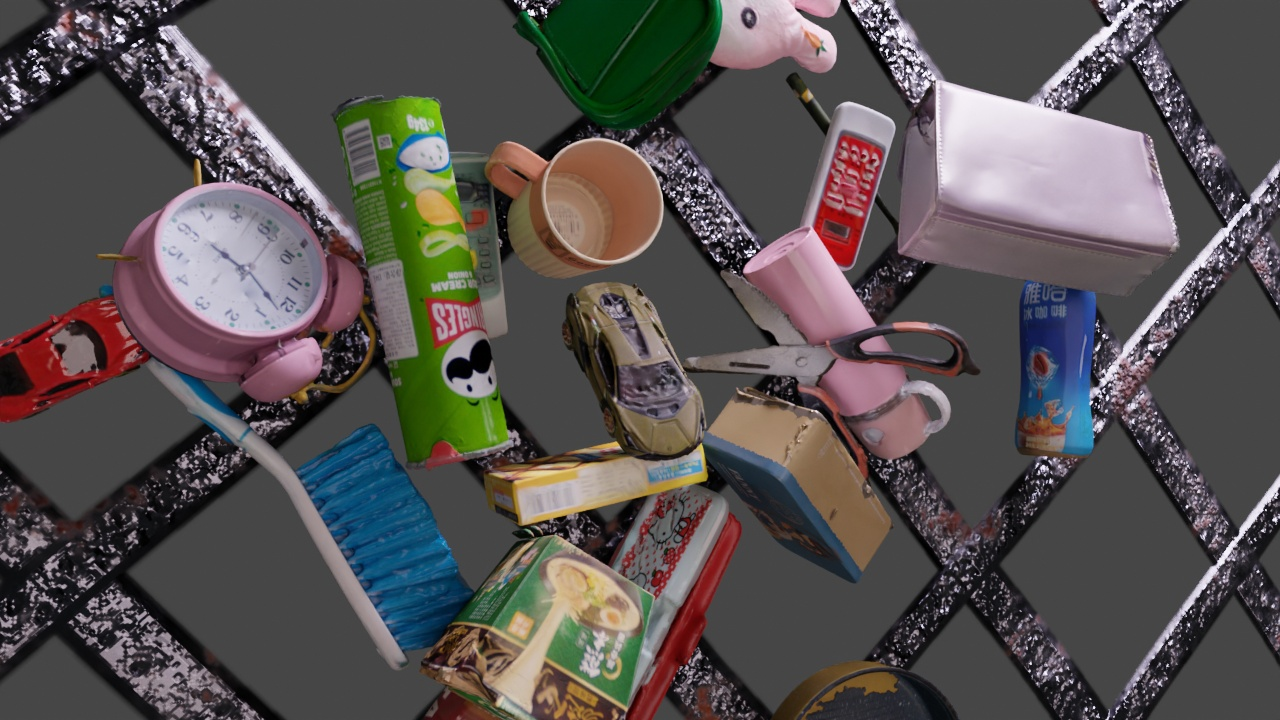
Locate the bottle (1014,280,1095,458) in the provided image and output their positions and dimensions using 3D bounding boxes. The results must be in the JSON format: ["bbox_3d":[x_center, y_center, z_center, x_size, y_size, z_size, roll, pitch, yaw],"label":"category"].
[{"bbox_3d":[0.378,-0.022,0.832,0.065,0.065,0.218,5,87,-22],"label":"bottle"}]

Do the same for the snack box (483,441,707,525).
[{"bbox_3d":[-0.033,0.082,0.651,0.140,0.087,0.034,-8,92,-22],"label":"snack box"}]

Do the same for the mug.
[{"bbox_3d":[-0.056,-0.109,0.637,0.114,0.106,0.081,30,78,-19],"label":"mug"}]

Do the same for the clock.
[{"bbox_3d":[-0.236,-0.039,0.565,0.158,0.060,0.117,41,47,-22],"label":"clock"}]

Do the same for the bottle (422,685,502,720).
[{"bbox_3d":[-0.111,0.241,0.631,0.057,0.057,0.174,39,75,-17],"label":"bottle"}]

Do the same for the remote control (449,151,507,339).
[{"bbox_3d":[-0.129,-0.080,0.653,0.056,0.019,0.135,-6,91,-22],"label":"remote control"}]

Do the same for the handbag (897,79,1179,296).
[{"bbox_3d":[0.322,-0.142,0.767,0.197,0.099,0.144,11,67,-2],"label":"handbag"}]

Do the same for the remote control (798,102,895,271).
[{"bbox_3d":[0.171,-0.145,0.766,0.056,0.020,0.136,18,90,-15],"label":"remote control"}]

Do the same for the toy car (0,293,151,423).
[{"bbox_3d":[-0.344,-0.002,0.546,0.106,0.031,0.049,-24,100,-2],"label":"toy car"}]

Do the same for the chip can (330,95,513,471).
[{"bbox_3d":[-0.142,-0.050,0.600,0.072,0.072,0.236,-13,92,-22],"label":"chip can"}]

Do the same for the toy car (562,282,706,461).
[{"bbox_3d":[-0.004,0.004,0.653,0.070,0.042,0.158,-11,52,-22],"label":"toy car"}]

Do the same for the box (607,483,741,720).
[{"bbox_3d":[0.013,0.190,0.660,0.095,0.102,0.201,32,78,-17],"label":"box"}]

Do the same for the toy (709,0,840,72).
[{"bbox_3d":[0.097,-0.289,0.734,0.159,0.054,0.121,3,88,-26],"label":"toy"}]

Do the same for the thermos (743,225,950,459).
[{"bbox_3d":[0.170,-0.013,0.737,0.198,0.087,0.067,54,50,-11],"label":"thermos"}]

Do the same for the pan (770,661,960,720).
[{"bbox_3d":[0.263,0.342,0.768,0.356,0.078,0.197,-4,90,-22],"label":"pan"}]

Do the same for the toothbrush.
[{"bbox_3d":[0.184,-0.171,0.787,0.017,0.012,0.186,-46,105,-23],"label":"toothbrush"}]

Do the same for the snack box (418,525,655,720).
[{"bbox_3d":[-0.055,0.174,0.570,0.117,0.118,0.105,35,66,-14],"label":"snack box"}]

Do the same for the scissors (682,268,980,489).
[{"bbox_3d":[0.145,0.006,0.708,0.189,0.015,0.222,-33,103,19],"label":"scissors"}]

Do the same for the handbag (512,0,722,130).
[{"bbox_3d":[-0.011,-0.242,0.666,0.131,0.068,0.120,-42,88,7],"label":"handbag"}]

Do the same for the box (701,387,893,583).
[{"bbox_3d":[0.115,0.090,0.681,0.061,0.090,0.184,-54,130,-15],"label":"box"}]

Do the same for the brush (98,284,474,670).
[{"bbox_3d":[-0.218,0.068,0.598,0.109,0.061,0.314,-30,97,-17],"label":"brush"}]
